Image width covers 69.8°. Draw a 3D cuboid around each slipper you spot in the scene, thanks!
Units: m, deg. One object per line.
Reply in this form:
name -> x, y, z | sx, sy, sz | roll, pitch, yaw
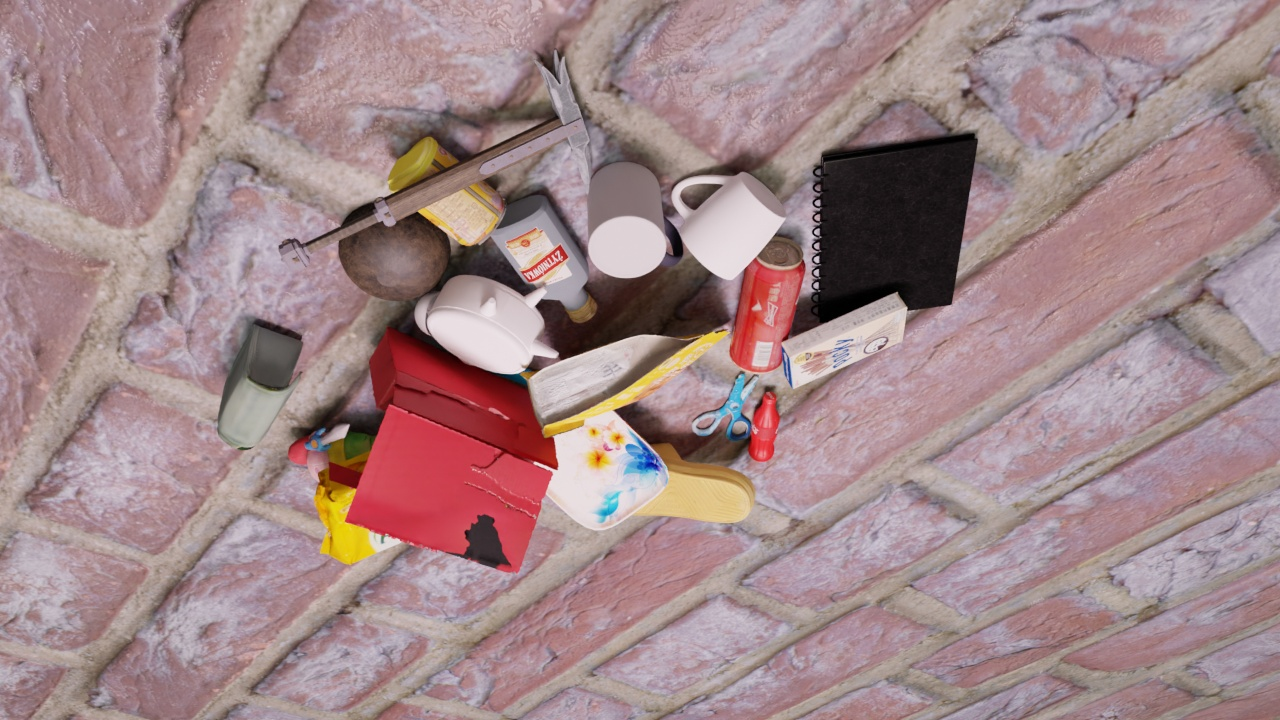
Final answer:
slipper -> 0.031, 0.161, 1.273 | 0.264, 0.078, 0.100 | 7, 123, 17

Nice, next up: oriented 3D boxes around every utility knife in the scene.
utility knife -> -0.177, 0.005, 1.150 | 0.209, 0.015, 0.031 | 22, 127, -28

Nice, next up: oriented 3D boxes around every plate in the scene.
plate -> -0.068, 0.135, 1.239 | 0.187, 0.016, 0.187 | 44, 124, -8

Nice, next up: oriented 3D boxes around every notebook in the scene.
notebook -> 0.278, -0.140, 1.033 | 0.169, 0.019, 0.232 | -8, 135, 2

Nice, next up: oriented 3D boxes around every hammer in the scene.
hammer -> -0.194, -0.162, 0.881 | 0.316, 0.028, 0.147 | -27, 132, -9

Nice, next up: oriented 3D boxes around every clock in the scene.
clock -> -0.173, -0.046, 1.044 | 0.161, 0.072, 0.125 | -4, 144, 43

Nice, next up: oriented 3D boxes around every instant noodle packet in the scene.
instant noodle packet -> -0.006, 0.006, 1.067 | 0.222, 0.084, 0.163 | -23, 175, 13

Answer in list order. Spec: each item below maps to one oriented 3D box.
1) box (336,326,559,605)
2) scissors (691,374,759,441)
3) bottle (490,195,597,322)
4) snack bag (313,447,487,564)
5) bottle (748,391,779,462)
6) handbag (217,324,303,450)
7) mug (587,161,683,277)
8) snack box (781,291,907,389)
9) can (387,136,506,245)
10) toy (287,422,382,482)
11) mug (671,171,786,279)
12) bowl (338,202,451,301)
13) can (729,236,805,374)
box -> -0.204, 0.099, 1.033 | 0.211, 0.315, 0.124 | 27, 126, -30
scissors -> 0.134, 0.064, 1.235 | 0.090, 0.014, 0.141 | 18, 130, -19
bottle -> -0.098, -0.106, 1.021 | 0.072, 0.046, 0.161 | -20, 133, 15
snack bag -> -0.312, 0.167, 1.211 | 0.246, 0.068, 0.160 | -21, 144, -25
bottle -> 0.169, 0.088, 1.242 | 0.036, 0.036, 0.119 | -1, 135, -3
handbag -> -0.454, 0.033, 1.097 | 0.067, 0.106, 0.122 | 22, 130, -28
mug -> -0.002, -0.140, 0.957 | 0.112, 0.096, 0.079 | 26, 128, -26
snack box -> 0.241, -0.023, 1.092 | 0.150, 0.026, 0.082 | -24, 150, 0
can -> -0.196, -0.171, 0.935 | 0.068, 0.067, 0.105 | -33, 129, 26
toy -> -0.389, 0.118, 1.219 | 0.132, 0.096, 0.124 | -4, 132, 26
mug -> 0.088, -0.156, 0.972 | 0.114, 0.080, 0.088 | 44, 116, -2
bowl -> -0.271, -0.108, 1.000 | 0.121, 0.056, 0.121 | -2, 135, -2
can -> 0.146, -0.060, 1.069 | 0.067, 0.067, 0.170 | 1, 135, -5
